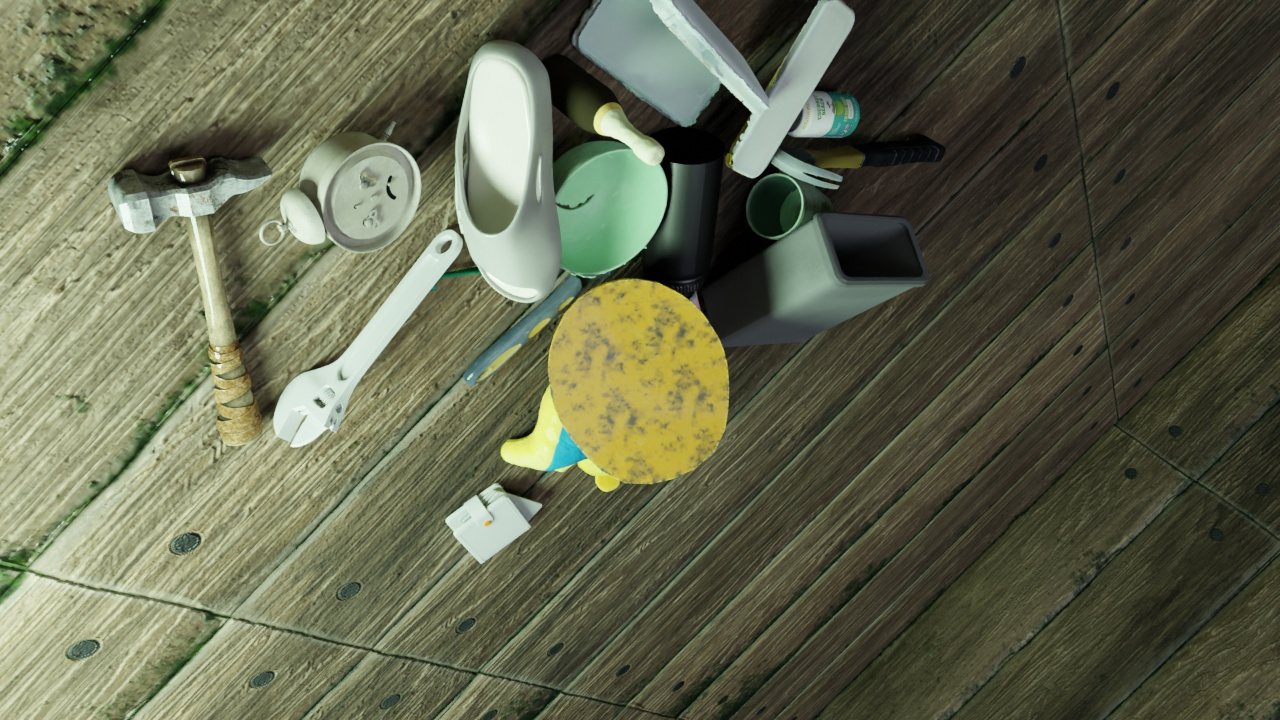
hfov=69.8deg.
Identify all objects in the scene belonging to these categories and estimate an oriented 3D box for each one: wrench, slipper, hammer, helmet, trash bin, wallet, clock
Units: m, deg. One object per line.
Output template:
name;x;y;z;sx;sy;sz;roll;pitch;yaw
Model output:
wrench;-0.278;-0.027;0.939;0.273;0.087;0.018;-53;142;-4
slipper;-0.138;-0.163;0.876;0.080;0.113;0.266;-49;153;-49
hammer;0.291;-0.265;1.187;0.332;0.118;0.025;-14;136;-39
helmet;-0.007;0.006;1.108;0.205;0.131;0.255;-18;113;0
trash bin;0.223;-0.100;1.194;0.191;0.097;0.220;-4;163;-39
wrench;-0.102;-0.065;1.075;0.273;0.022;0.073;-42;159;1
wallet;-0.194;0.215;1.254;0.115;0.037;0.118;-35;145;-10
hammer;-0.386;-0.041;0.841;0.121;0.049;0.320;-20;138;-31
clock;-0.271;-0.146;0.817;0.156;0.061;0.104;-37;145;-33

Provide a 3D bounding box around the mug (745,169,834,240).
mug;0.200;-0.207;1.181;0.103;0.084;0.111;-1;97;-50

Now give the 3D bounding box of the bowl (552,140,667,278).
bowl;-0.052;-0.173;0.982;0.150;0.077;0.151;-23;138;-23

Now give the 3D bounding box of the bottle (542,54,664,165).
bottle;-0.036;-0.230;0.855;0.045;0.184;0.045;-24;138;-24

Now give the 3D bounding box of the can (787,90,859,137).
can;0.216;-0.300;1.118;0.101;0.055;0.055;-9;131;-36

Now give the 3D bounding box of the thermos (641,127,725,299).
thermos;0.045;-0.161;1.072;0.086;0.086;0.199;-22;137;-26

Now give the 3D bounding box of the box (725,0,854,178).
box;0.167;-0.306;1.035;0.210;0.057;0.117;-57;180;18

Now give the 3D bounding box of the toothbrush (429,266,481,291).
toothbrush;-0.158;-0.098;1.008;0.189;0.016;0.017;-13;131;-33

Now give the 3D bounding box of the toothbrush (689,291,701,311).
toothbrush;0.083;-0.023;1.284;0.223;0.027;0.026;71;37;-50

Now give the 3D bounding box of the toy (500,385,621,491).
toy;-0.063;0.103;1.228;0.213;0.084;0.149;17;115;-45

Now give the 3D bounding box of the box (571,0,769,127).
box;0.026;-0.301;0.943;0.127;0.106;0.215;-31;148;23
